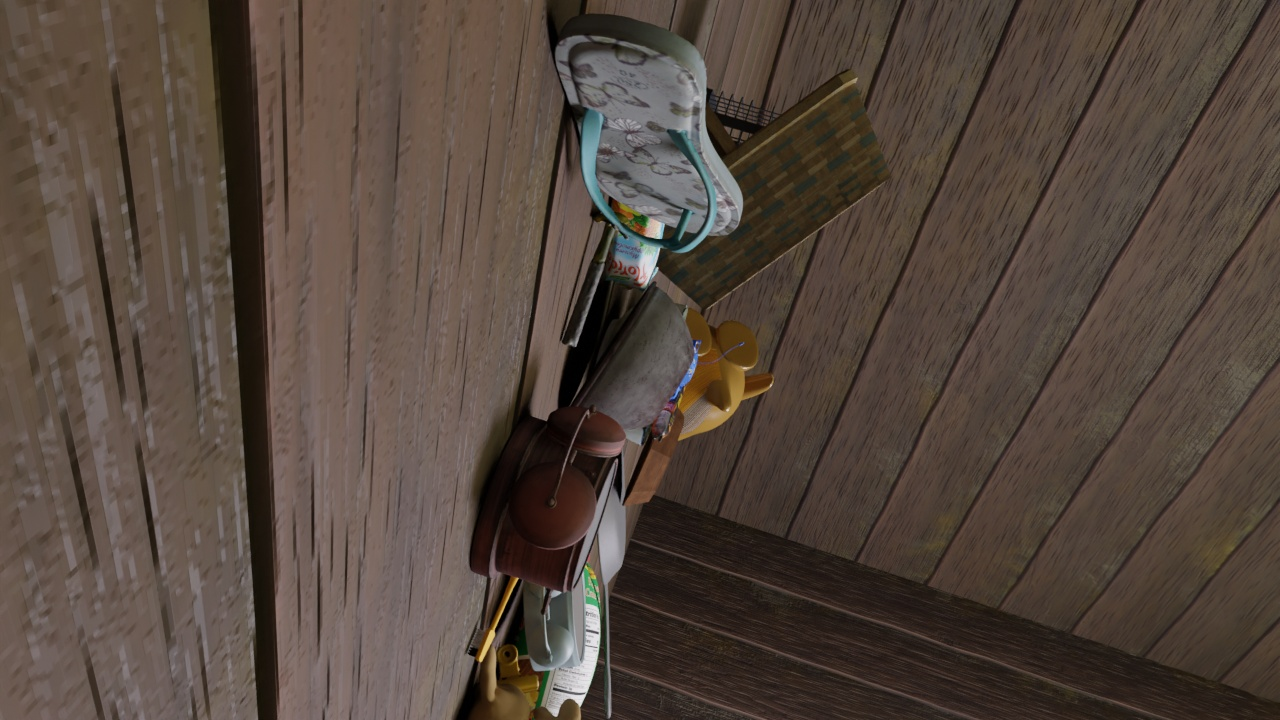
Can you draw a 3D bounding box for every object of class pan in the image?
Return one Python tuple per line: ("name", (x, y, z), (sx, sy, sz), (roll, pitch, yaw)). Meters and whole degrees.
("pan", (-0.031, 0.216, 1.036), (0.216, 0.024, 0.354), (78, 11, -79))

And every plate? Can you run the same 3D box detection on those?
("plate", (0.017, 0.103, 1.004), (0.131, 0.025, 0.131), (168, -54, -90))

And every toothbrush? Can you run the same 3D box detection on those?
("toothbrush", (-0.094, 0.156, 0.765), (0.031, 0.031, 0.196), (74, 34, -54))

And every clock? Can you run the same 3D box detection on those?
("clock", (-0.078, 0.220, 0.834), (0.159, 0.045, 0.122), (83, 3, -84))
("clock", (-0.062, 0.096, 0.643), (0.120, 0.072, 0.158), (-67, 174, -46))

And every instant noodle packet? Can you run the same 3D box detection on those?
("instant noodle packet", (-0.092, 0.319, 0.991), (0.196, 0.090, 0.252), (87, 17, -73))

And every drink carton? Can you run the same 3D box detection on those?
("drink carton", (-0.002, -0.109, 0.742), (0.129, 0.044, 0.038), (100, 10, -53))

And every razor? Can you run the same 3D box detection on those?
("razor", (-0.037, -0.059, 0.683), (0.042, 0.026, 0.106), (-61, 172, -76))

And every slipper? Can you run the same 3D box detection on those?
("slipper", (0.000, -0.108, 0.529), (0.269, 0.098, 0.054), (47, 60, -74))

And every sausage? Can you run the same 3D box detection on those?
("sausage", (0.033, 0.040, 0.955), (0.155, 0.020, 0.020), (-64, 171, -59))

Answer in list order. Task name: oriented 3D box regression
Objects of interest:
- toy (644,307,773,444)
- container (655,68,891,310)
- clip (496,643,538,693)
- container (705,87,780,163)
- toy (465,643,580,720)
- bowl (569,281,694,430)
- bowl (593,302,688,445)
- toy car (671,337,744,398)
("toy", (0.039, 0.028, 1.138), (0.204, 0.198, 0.162), (-42, -137, 48))
("container", (0.090, -0.182, 0.868), (0.250, 0.186, 0.157), (-35, 180, 8))
("clip", (-0.125, 0.297, 0.879), (0.039, 0.053, 0.047), (100, -20, -64))
("container", (0.123, -0.238, 1.177), (0.241, 0.130, 0.163), (-41, 148, -81))
("toy", (-0.108, 0.324, 0.807), (0.106, 0.108, 0.134), (173, -64, -77))
("bowl", (-0.001, 0.008, 0.813), (0.145, 0.067, 0.145), (-56, -177, 5))
("bowl", (-0.006, 0.006, 0.952), (0.153, 0.073, 0.153), (21, 87, -85))
("toy car", (0.061, 0.008, 0.907), (0.033, 0.062, 0.092), (-67, 173, -47))
